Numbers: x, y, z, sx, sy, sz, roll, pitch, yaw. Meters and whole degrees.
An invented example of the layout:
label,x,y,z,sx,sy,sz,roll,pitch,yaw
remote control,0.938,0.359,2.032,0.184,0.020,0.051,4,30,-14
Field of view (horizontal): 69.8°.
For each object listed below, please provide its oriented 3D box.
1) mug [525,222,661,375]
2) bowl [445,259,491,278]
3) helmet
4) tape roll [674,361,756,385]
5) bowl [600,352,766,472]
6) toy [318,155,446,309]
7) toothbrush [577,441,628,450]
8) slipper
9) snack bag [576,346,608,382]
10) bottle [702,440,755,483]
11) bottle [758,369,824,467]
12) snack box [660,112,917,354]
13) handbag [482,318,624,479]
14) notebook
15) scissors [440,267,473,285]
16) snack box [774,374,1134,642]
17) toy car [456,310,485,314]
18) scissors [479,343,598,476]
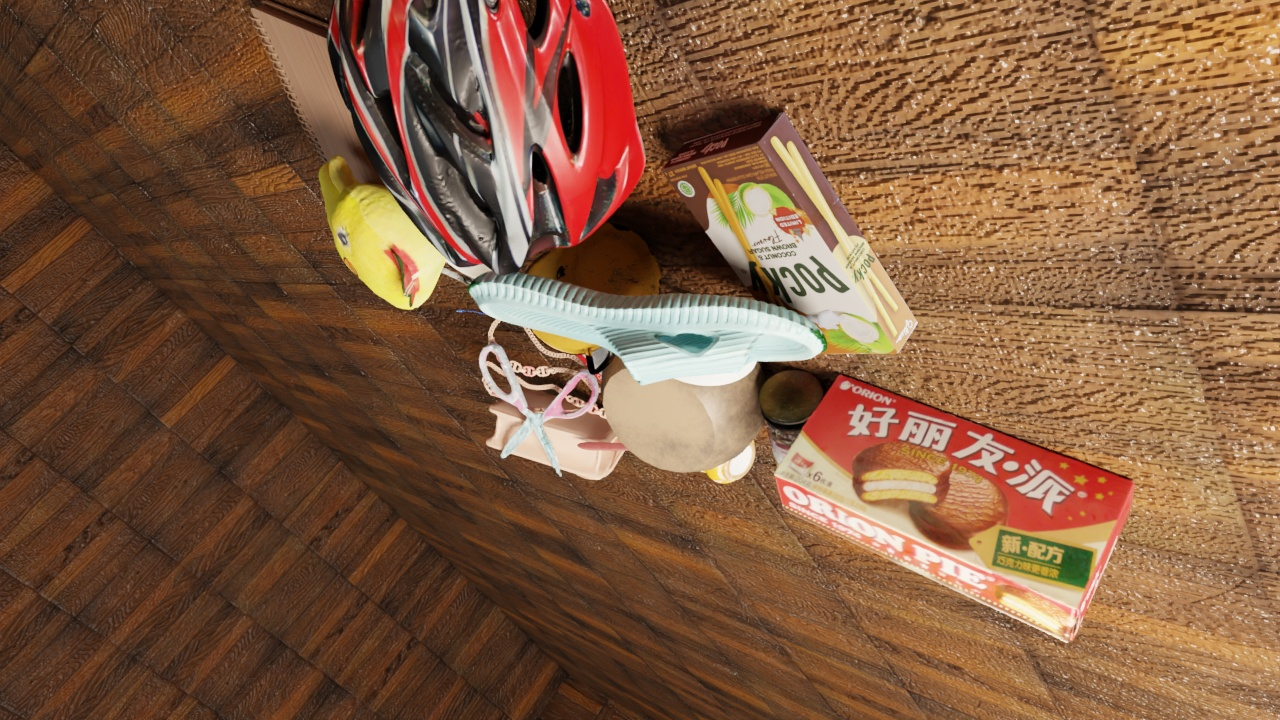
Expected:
label,x,y,z,sx,sy,sz,roll,pitch,yaw
mug,-0.041,-0.052,0.808,0.094,0.100,0.123,-22,76,61
bowl,-0.175,-0.139,0.919,0.115,0.050,0.115,31,155,16
helmet,-0.116,-0.192,0.642,0.218,0.166,0.272,11,132,41
tape roll,0.053,-0.015,0.768,0.094,0.093,0.018,26,134,26
bowl,0.032,0.036,0.851,0.162,0.070,0.162,19,131,23
toy,-0.256,-0.126,0.891,0.208,0.092,0.134,34,152,34
toothbrush,0.020,0.096,1.005,0.184,0.015,0.016,2,145,9
slipper,-0.001,-0.016,0.690,0.276,0.069,0.116,9,173,10
snack bag,-0.005,0.006,0.937,0.131,0.039,0.144,48,144,-3
bottle,0.067,0.083,0.960,0.109,0.063,0.063,27,155,43
bottle,0.142,0.062,0.823,0.056,0.056,0.105,22,151,33
snack box,0.106,-0.081,0.651,0.186,0.031,0.101,50,154,-25
handbag,-0.074,0.034,1.079,0.199,0.116,0.187,17,114,12
notebook,-0.296,-0.245,0.921,0.169,0.022,0.211,28,151,25
scissors,-0.181,-0.083,1.016,0.120,0.014,0.159,24,-179,13
snack box,0.233,0.104,0.702,0.236,0.113,0.060,23,151,32
toy car,-0.149,-0.051,1.026,0.092,0.061,0.033,35,156,8
scissors,-0.124,0.047,1.026,0.175,0.013,0.171,44,122,0
